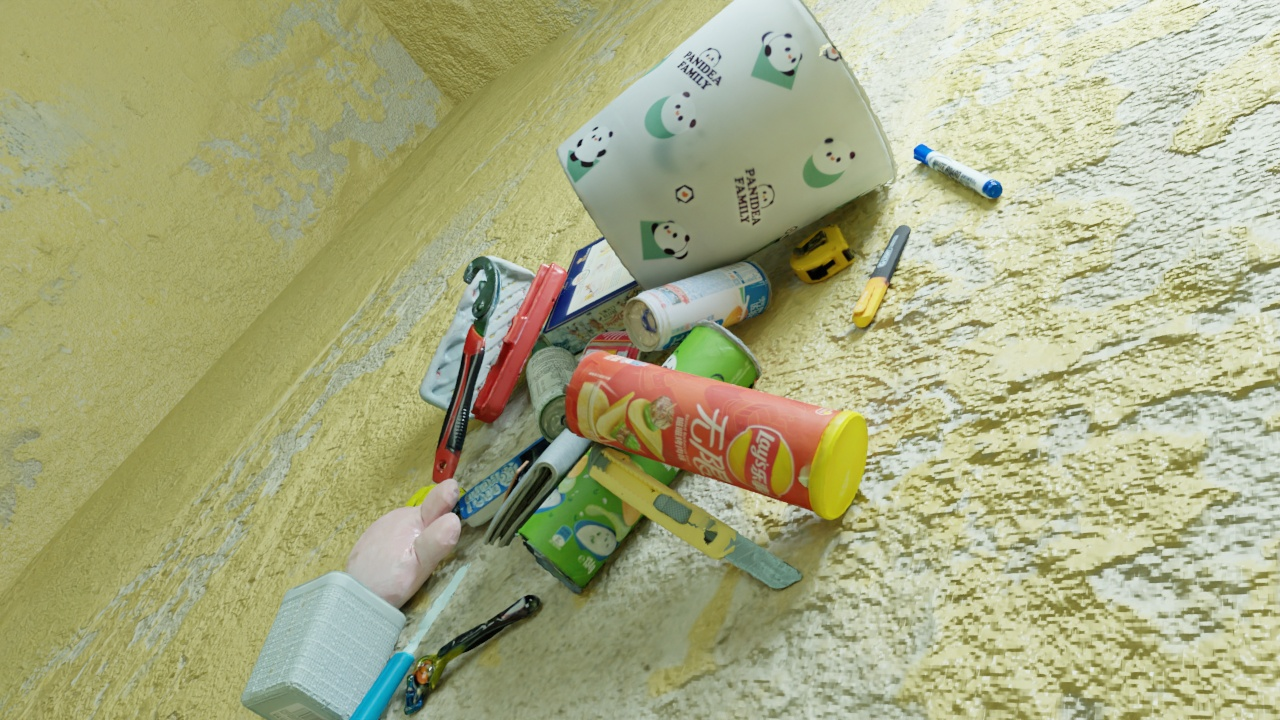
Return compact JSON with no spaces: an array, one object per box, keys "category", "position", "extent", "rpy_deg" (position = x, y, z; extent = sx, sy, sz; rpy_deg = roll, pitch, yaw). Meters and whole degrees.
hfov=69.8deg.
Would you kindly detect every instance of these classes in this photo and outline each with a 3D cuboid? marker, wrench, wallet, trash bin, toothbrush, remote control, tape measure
[{"category":"marker","position":[0.202,-0.074,0.767],"extent":[0.018,0.015,0.123],"rpy_deg":[-6,40,44]},{"category":"marker","position":[0.278,-0.168,0.812],"extent":[0.017,0.017,0.145],"rpy_deg":[-37,26,8]},{"category":"wrench","position":[-0.195,0.006,1.029],"extent":[0.056,0.016,0.273],"rpy_deg":[-7,65,32]},{"category":"wallet","position":[-0.087,0.100,0.800],"extent":[0.107,0.037,0.129],"rpy_deg":[-50,0,22]},{"category":"trash bin","position":[0.074,-0.196,0.873],"extent":[0.252,0.229,0.229],"rpy_deg":[-33,26,9]},{"category":"toothbrush","position":[-0.121,-0.021,1.117],"extent":[0.224,0.026,0.027],"rpy_deg":[-111,33,-64]},{"category":"remote control","position":[-0.121,0.115,0.900],"extent":[0.125,0.024,0.049],"rpy_deg":[-37,25,-1]},{"category":"tape measure","position":[0.165,-0.099,0.844],"extent":[0.057,0.029,0.060],"rpy_deg":[-33,26,18]}]

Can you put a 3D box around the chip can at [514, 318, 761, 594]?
[{"category":"chip can","position":[0.001,0.075,0.742],"extent":[0.235,0.072,0.072],"rpy_deg":[-49,27,-15]}]

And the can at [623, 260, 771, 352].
[{"category":"can","position":[0.052,-0.049,0.822],"extent":[0.134,0.053,0.053],"rpy_deg":[-20,12,-33]}]

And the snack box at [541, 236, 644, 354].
[{"category":"snack box","position":[-0.017,-0.104,1.082],"extent":[0.183,0.046,0.177],"rpy_deg":[-25,30,30]}]

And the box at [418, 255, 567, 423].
[{"category":"box","position":[-0.176,-0.032,1.075],"extent":[0.201,0.100,0.110],"rpy_deg":[-67,12,-17]}]

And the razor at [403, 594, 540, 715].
[{"category":"razor","position":[-0.140,0.231,0.744],"extent":[0.143,0.022,0.042],"rpy_deg":[-36,27,8]}]

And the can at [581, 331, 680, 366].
[{"category":"can","position":[-0.005,0.005,0.867],"extent":[0.094,0.066,0.066],"rpy_deg":[1,47,55]}]

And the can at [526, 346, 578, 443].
[{"category":"can","position":[-0.082,0.034,0.925],"extent":[0.058,0.058,0.146],"rpy_deg":[-39,21,3]}]

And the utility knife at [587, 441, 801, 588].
[{"category":"utility knife","position":[0.029,0.108,0.646],"extent":[0.202,0.021,0.031],"rpy_deg":[28,80,34]}]

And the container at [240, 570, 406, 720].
[{"category":"container","position":[-0.281,0.264,0.811],"extent":[0.090,0.090,0.111],"rpy_deg":[-26,32,30]}]

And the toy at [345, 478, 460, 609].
[{"category":"toy","position":[-0.231,0.186,0.897],"extent":[0.160,0.054,0.121],"rpy_deg":[-37,36,19]}]

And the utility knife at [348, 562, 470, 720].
[{"category":"utility knife","position":[-0.210,0.269,0.766],"extent":[0.034,0.018,0.233],"rpy_deg":[-9,44,56]}]

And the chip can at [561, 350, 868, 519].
[{"category":"chip can","position":[0.047,0.047,0.642],"extent":[0.217,0.073,0.073],"rpy_deg":[14,56,36]}]

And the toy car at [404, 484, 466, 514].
[{"category":"toy car","position":[-0.223,0.153,0.972],"extent":[0.105,0.032,0.048],"rpy_deg":[-11,38,49]}]
